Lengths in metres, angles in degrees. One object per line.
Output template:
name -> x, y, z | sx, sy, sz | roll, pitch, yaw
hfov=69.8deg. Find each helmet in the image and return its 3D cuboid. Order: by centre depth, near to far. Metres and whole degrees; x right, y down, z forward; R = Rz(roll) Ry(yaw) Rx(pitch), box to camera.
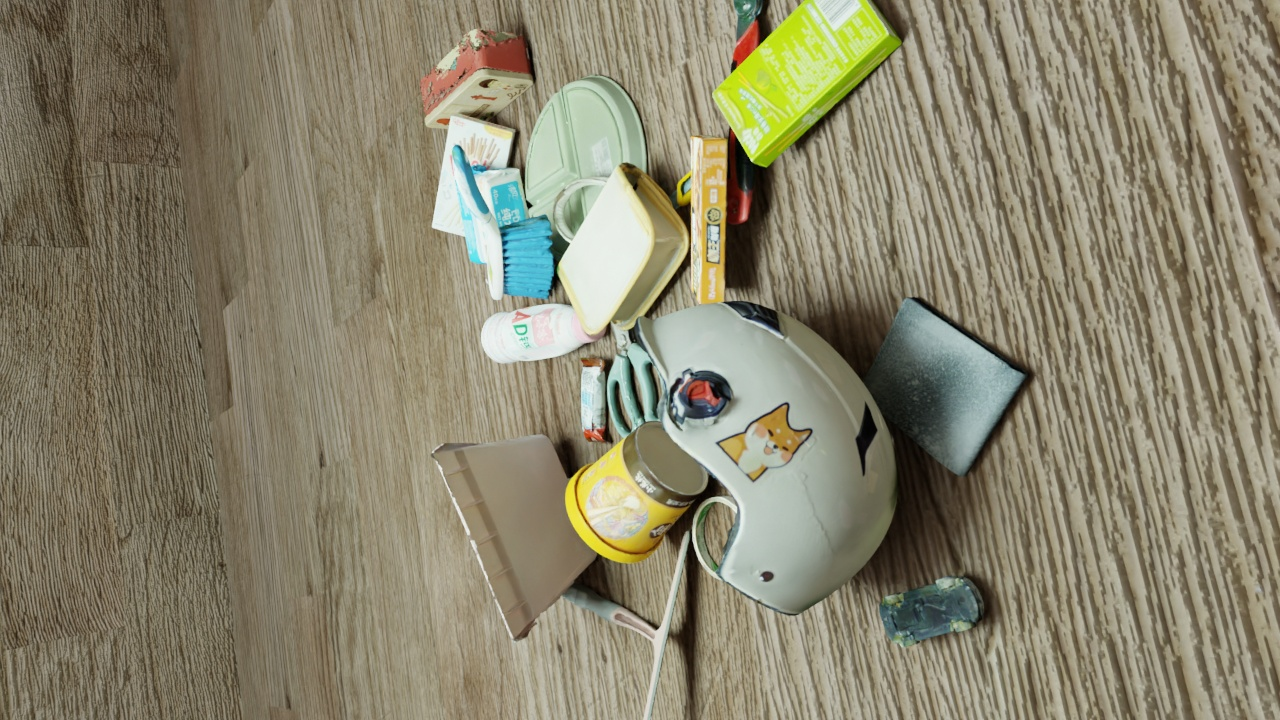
helmet -> 0.116, 0.059, 0.750 | 0.157, 0.230, 0.274 | -24, 73, 10

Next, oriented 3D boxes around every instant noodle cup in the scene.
instant noodle cup -> 0.001, 0.132, 0.959 | 0.115, 0.118, 0.118 | -48, 56, 32

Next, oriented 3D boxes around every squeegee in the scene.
squeegee -> -0.027, 0.296, 1.063 | 0.250, 0.040, 0.247 | 6, 83, 56

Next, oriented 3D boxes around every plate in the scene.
plate -> -0.073, -0.221, 1.089 | 0.231, 0.027, 0.230 | 7, 99, 51

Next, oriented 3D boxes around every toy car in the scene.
toy car -> 0.233, 0.199, 0.732 | 0.091, 0.034, 0.043 | -37, 61, 44

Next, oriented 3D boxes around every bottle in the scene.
bottle -> -0.119, -0.035, 1.132 | 0.197, 0.068, 0.068 | -5, 89, 48

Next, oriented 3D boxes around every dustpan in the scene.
dustpan -> -0.166, 0.201, 1.084 | 0.139, 0.272, 0.222 | -25, 84, 29

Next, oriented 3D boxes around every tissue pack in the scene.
tissue pack -> -0.187, -0.184, 1.192 | 0.090, 0.063, 0.140 | 13, 119, 49

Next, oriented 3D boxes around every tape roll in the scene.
tape roll -> 0.085, 0.180, 0.931 | 0.086, 0.013, 0.086 | 6, 98, 51

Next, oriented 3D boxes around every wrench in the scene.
wrench -> 0.101, -0.264, 0.859 | 0.056, 0.016, 0.273 | 10, 95, 50

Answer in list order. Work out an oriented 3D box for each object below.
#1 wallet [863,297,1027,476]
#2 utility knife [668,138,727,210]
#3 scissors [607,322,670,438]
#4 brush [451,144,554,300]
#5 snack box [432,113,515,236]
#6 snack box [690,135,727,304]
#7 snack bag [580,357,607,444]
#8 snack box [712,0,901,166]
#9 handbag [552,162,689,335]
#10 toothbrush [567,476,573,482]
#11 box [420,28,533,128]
wallet -> 0.236, 0.018, 0.729 | 0.121, 0.019, 0.097 | 45, 124, 41
utility knife -> 0.070, -0.190, 0.920 | 0.196, 0.015, 0.033 | -35, 63, 47
scissors -> -0.021, 0.014, 1.050 | 0.132, 0.019, 0.185 | -53, 52, 39
brush -> -0.151, -0.147, 1.031 | 0.315, 0.109, 0.060 | 110, 148, -65
snack box -> -0.225, -0.244, 1.236 | 0.026, 0.084, 0.157 | -78, 4, -67
snack box -> 0.065, -0.136, 0.879 | 0.075, 0.026, 0.154 | -105, 14, -74
snack bag -> -0.055, 0.048, 1.087 | 0.048, 0.026, 0.104 | 4, 95, 54
snack box -> 0.139, -0.252, 0.795 | 0.157, 0.026, 0.085 | -41, 63, 31
handbag -> -0.033, -0.137, 0.999 | 0.164, 0.063, 0.178 | -54, 54, 39
toothbrush -> -0.047, 0.136, 1.094 | 0.192, 0.016, 0.018 | -26, 81, 49
box -> -0.222, -0.374, 1.212 | 0.169, 0.091, 0.080 | -18, 81, 50
